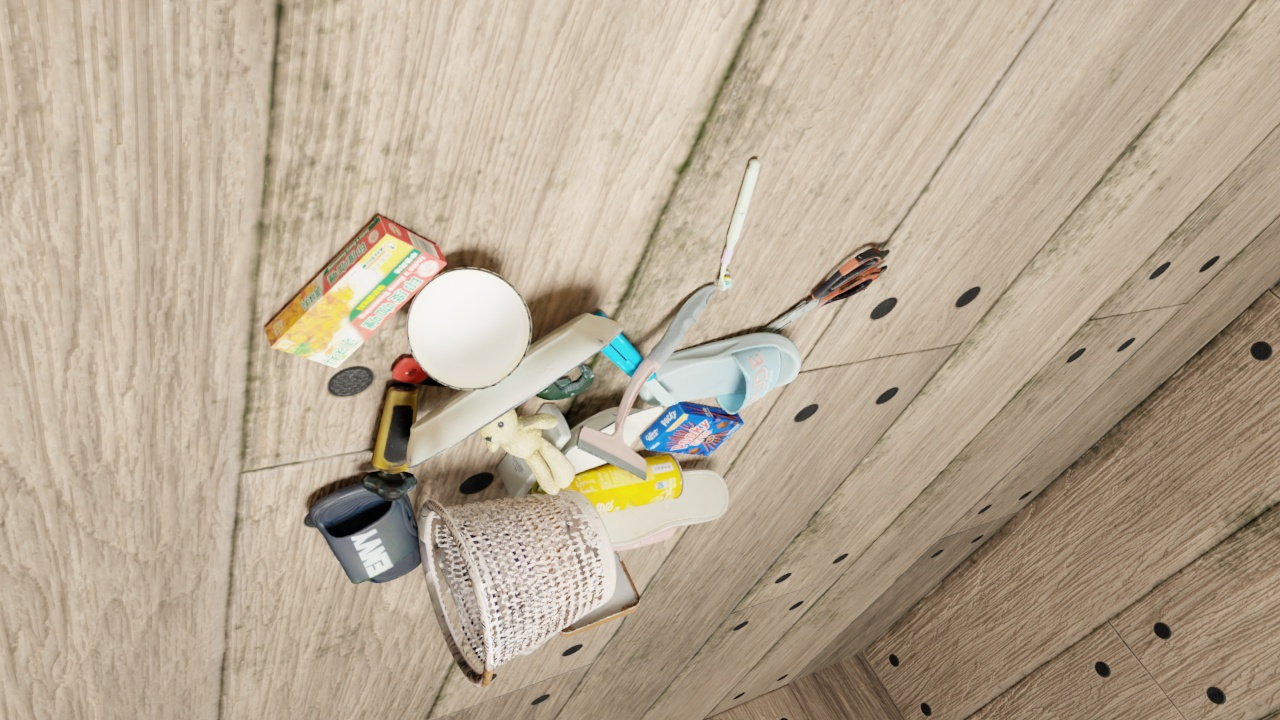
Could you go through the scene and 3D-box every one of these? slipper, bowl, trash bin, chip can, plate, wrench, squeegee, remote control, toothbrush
[{"bbox_3d":[0.115,0.025,1.225,0.245,0.074,0.104,-9,143,-24],"label":"slipper"},{"bbox_3d":[-0.322,0.233,1.147,0.110,0.083,0.269,-25,151,-13],"label":"slipper"},{"bbox_3d":[-0.163,-0.034,0.887,0.116,0.116,0.066,-31,-168,0],"label":"bowl"},{"bbox_3d":[-0.145,0.255,1.126,0.191,0.227,0.228,-14,146,-28],"label":"trash bin"},{"bbox_3d":[-0.045,0.182,1.312,0.213,0.072,0.072,-8,143,-28],"label":"chip can"},{"bbox_3d":[-0.137,0.023,0.957,0.265,0.034,0.162,-34,-171,-10],"label":"plate"},{"bbox_3d":[-0.160,0.020,1.040,0.272,0.016,0.056,5,130,-46],"label":"wrench"},{"bbox_3d":[0.017,0.011,1.098,0.249,0.040,0.247,-60,156,-5],"label":"squeegee"},{"bbox_3d":[-0.135,0.116,1.162,0.019,0.056,0.135,2,136,-45],"label":"remote control"},{"bbox_3d":[0.110,-0.149,1.028,0.020,0.029,0.190,14,141,4],"label":"toothbrush"},{"bbox_3d":[0.014,0.223,1.405,0.273,0.114,0.055,-8,170,-30],"label":"slipper"},{"bbox_3d":[-0.060,0.105,1.208,0.163,0.034,0.164,-20,160,-38],"label":"plate"}]

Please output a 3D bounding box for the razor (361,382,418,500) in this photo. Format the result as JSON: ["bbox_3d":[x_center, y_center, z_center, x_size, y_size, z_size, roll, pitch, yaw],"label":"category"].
[{"bbox_3d":[-0.268,0.090,1.006,0.062,0.067,0.168,3,131,-20],"label":"razor"}]

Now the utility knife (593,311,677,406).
[{"bbox_3d":[-0.007,0.007,1.116,0.034,0.018,0.216,-35,139,9],"label":"utility knife"}]

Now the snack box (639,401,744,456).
[{"bbox_3d":[0.079,0.103,1.360,0.085,0.026,0.157,-46,147,25],"label":"snack box"}]

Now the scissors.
[{"bbox_3d":[0.242,-0.078,1.250,0.196,0.015,0.206,-12,151,-34],"label":"scissors"}]

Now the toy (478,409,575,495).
[{"bbox_3d":[-0.139,0.101,1.089,0.105,0.066,0.157,-19,127,31],"label":"toy"}]

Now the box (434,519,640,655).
[{"bbox_3d":[-0.147,0.315,1.322,0.273,0.178,0.125,-1,139,-39],"label":"box"}]

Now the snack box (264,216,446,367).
[{"bbox_3d":[-0.257,-0.058,0.828,0.156,0.027,0.077,-40,150,15],"label":"snack box"}]

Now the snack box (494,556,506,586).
[{"bbox_3d":[-0.157,0.306,1.421,0.207,0.057,0.058,-20,145,-18],"label":"snack box"}]
